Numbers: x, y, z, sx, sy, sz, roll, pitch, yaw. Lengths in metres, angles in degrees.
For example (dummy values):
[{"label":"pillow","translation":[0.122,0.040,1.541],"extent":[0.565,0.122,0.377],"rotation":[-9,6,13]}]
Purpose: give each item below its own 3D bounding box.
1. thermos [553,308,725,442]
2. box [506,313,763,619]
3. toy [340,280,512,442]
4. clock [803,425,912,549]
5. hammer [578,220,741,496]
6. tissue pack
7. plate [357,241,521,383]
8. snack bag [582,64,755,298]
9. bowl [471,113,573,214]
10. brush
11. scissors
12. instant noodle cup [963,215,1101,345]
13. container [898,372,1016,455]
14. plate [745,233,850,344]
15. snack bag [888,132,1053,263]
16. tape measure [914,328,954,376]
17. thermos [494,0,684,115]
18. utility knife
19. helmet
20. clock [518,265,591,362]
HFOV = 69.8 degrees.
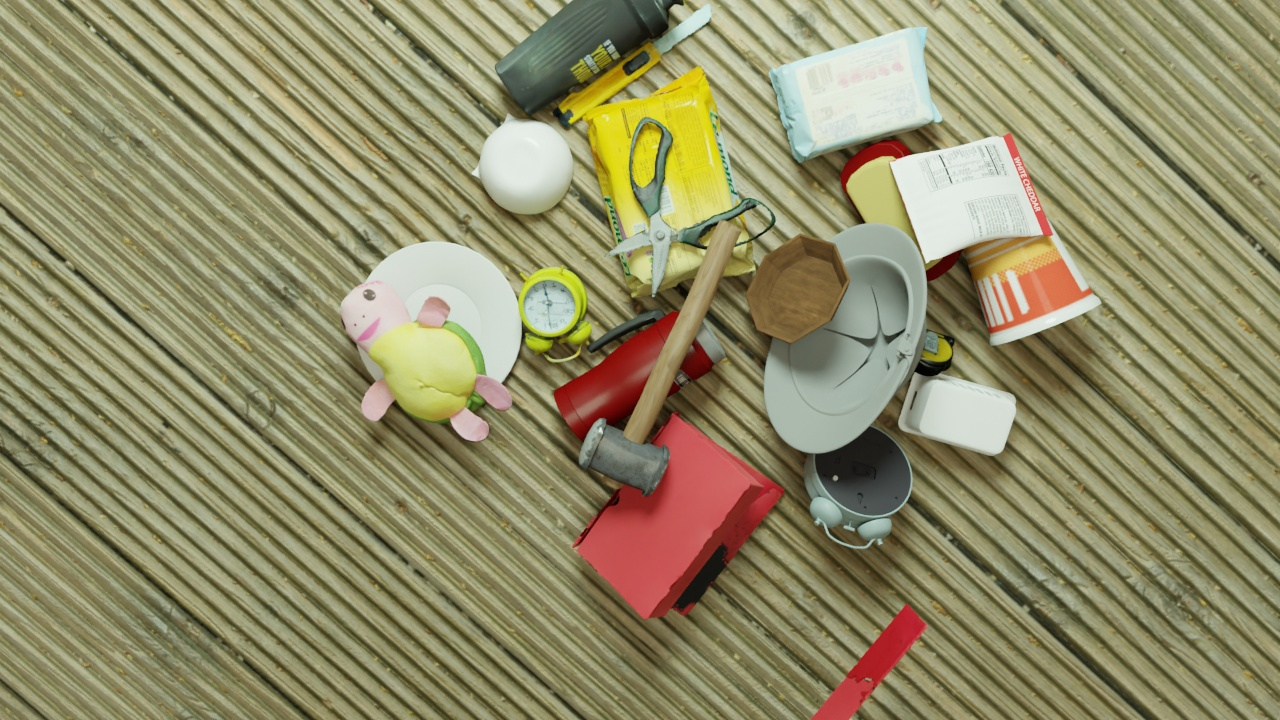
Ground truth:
[{"label":"thermos","translation":[-0.007,0.006,1.104],"extent":[0.199,0.084,0.108],"rotation":[-32,67,8]},{"label":"box","translation":[-0.029,0.120,1.237],"extent":[0.171,0.478,0.214],"rotation":[33,97,-25]},{"label":"toy","translation":[-0.261,0.001,1.092],"extent":[0.238,0.087,0.190],"rotation":[37,116,3]},{"label":"clock","translation":[0.253,0.147,1.083],"extent":[0.122,0.045,0.159],"rotation":[18,58,-2]},{"label":"hammer","translation":[0.034,-0.001,1.029],"extent":[0.098,0.052,0.329],"rotation":[24,102,-5]},{"label":"tissue pack","translation":[0.251,-0.306,1.059],"extent":[0.182,0.070,0.112],"rotation":[-15,96,2]},{"label":"plate","translation":[-0.250,-0.042,1.139],"extent":[0.208,0.015,0.208],"rotation":[0,97,3]},{"label":"snack bag","translation":[0.033,-0.204,1.081],"extent":[0.160,0.068,0.247],"rotation":[-15,95,5]},{"label":"bowl","translation":[-0.140,-0.233,1.094],"extent":[0.115,0.050,0.115],"rotation":[0,97,3]},{"label":"brush","translation":[0.300,-0.169,1.066],"extent":[0.082,0.041,0.173],"rotation":[-29,95,39]},{"label":"scissors","translation":[0.059,-0.170,1.042],"extent":[0.204,0.015,0.202],"rotation":[4,95,-2]},{"label":"instant noodle cup","translation":[0.440,-0.097,1.054],"extent":[0.123,0.123,0.121],"rotation":[-23,87,5]},{"label":"container","translation":[0.386,0.066,1.104],"extent":[0.129,0.049,0.081],"rotation":[16,97,1]},{"label":"plate","translation":[0.184,-0.080,1.055],"extent":[0.132,0.025,0.131],"rotation":[-17,62,35]},{"label":"snack bag","translation":[0.362,-0.181,1.006],"extent":[0.144,0.039,0.130],"rotation":[-13,72,-3]},{"label":"tape measure","translation":[0.342,-0.012,1.094],"extent":[0.062,0.061,0.034],"rotation":[18,142,0]},{"label":"thermos","translation":[-0.061,-0.377,1.058],"extent":[0.221,0.098,0.098],"rotation":[-33,94,12]},{"label":"utility knife","translation":[-0.008,-0.353,1.094],"extent":[0.225,0.019,0.030],"rotation":[-35,103,3]},{"label":"helmet","translation":[0.259,-0.015,1.067],"extent":[0.183,0.117,0.271],"rotation":[21,91,44]},{"label":"clock","translation":[-0.104,-0.056,1.111],"extent":[0.083,0.057,0.119],"rotation":[-12,102,4]}]
